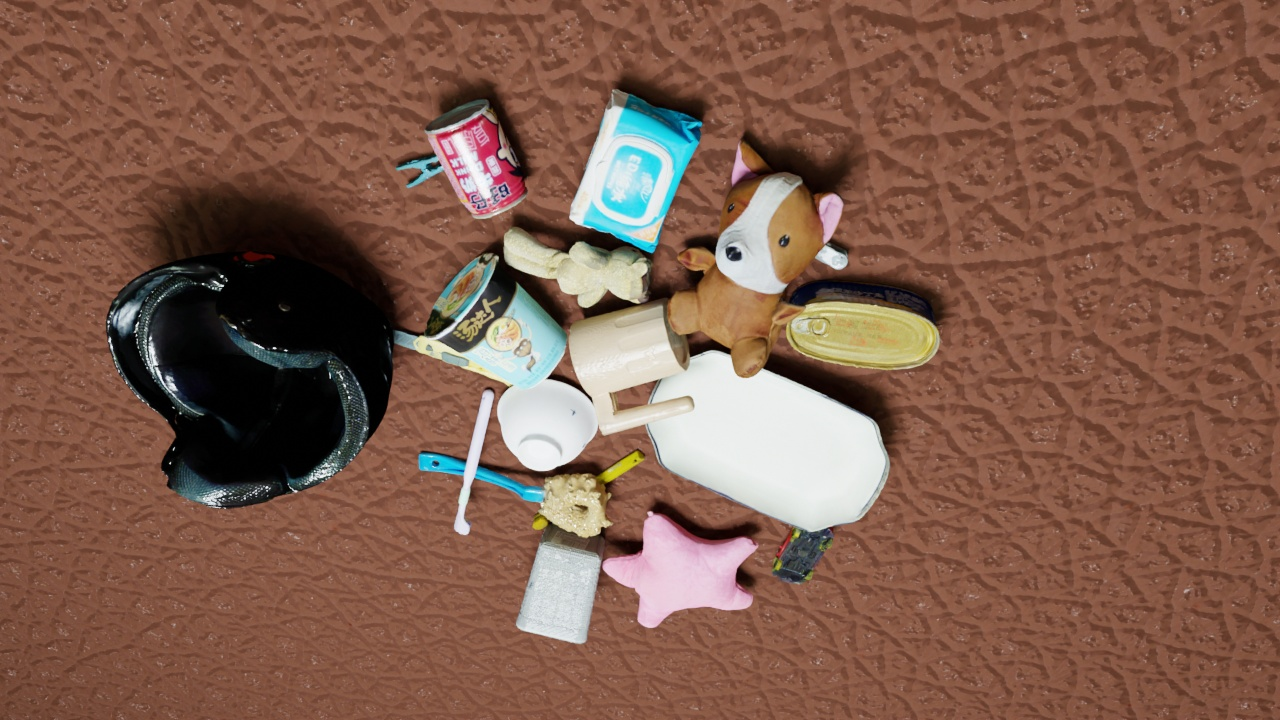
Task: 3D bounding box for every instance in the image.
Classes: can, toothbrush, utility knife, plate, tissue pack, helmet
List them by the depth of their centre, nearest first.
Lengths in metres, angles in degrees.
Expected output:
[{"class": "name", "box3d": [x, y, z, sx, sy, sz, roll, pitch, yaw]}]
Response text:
[{"class": "tissue pack", "box3d": [-0.005, -0.174, 0.849, 0.090, 0.063, 0.140, 21, 125, -5]}, {"class": "can", "box3d": [-0.152, -0.188, 0.863, 0.067, 0.066, 0.094, -13, 121, 18]}, {"class": "can", "box3d": [0.220, -0.037, 0.915, 0.148, 0.049, 0.075, 7, 125, 5]}, {"class": "helmet", "box3d": [-0.387, 0.002, 0.942, 0.274, 0.229, 0.234, 31, 116, 0]}, {"class": "plate", "box3d": [0.136, 0.084, 0.999, 0.266, 0.034, 0.162, 23, 116, 4]}, {"class": "utility knife", "box3d": [-0.211, -0.005, 1.038, 0.207, 0.021, 0.031, 22, 126, -1]}, {"class": "toothbrush", "box3d": [-0.196, 0.121, 1.090, 0.021, 0.029, 0.189, -2, 116, -39]}, {"class": "toothbrush", "box3d": [-0.067, 0.161, 1.125, 0.191, 0.016, 0.015, -35, 111, 29]}]

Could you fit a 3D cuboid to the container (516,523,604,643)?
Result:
[{"class": "container", "box3d": [-0.096, 0.275, 1.149, 0.090, 0.090, 0.114, 14, 100, -1]}]

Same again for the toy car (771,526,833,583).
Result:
[{"class": "toy car", "box3d": [0.196, 0.232, 1.119, 0.049, 0.031, 0.106, 18, 125, -2]}]

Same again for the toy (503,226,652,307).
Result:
[{"class": "toy", "box3d": [-0.064, -0.098, 0.920, 0.157, 0.066, 0.105, 15, 148, 6]}]

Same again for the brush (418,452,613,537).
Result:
[{"class": "brush", "box3d": [-0.152, 0.152, 1.115, 0.255, 0.045, 0.083, 14, 123, 12]}]

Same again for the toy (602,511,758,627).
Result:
[{"class": "toy", "box3d": [0.055, 0.253, 1.135, 0.195, 0.074, 0.178, -17, 118, 17]}]

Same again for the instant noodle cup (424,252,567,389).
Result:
[{"class": "instant noodle cup", "box3d": [-0.142, -0.034, 0.954, 0.111, 0.111, 0.120, -35, 120, 29]}]

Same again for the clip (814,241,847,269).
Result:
[{"class": "clip", "box3d": [0.176, -0.109, 0.893, 0.057, 0.033, 0.025, 27, 123, -1]}]

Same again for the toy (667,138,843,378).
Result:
[{"class": "toy", "box3d": [0.102, -0.092, 0.860, 0.140, 0.130, 0.200, 35, 120, 16]}]

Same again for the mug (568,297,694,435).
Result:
[{"class": "mug", "box3d": [-0.006, 0.006, 0.950, 0.104, 0.084, 0.124, -15, 85, 17]}]

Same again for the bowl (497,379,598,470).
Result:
[{"class": "bowl", "box3d": [-0.110, 0.085, 1.042, 0.118, 0.064, 0.118, 4, 130, 4]}]

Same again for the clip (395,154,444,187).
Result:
[{"class": "clip", "box3d": [-0.213, -0.189, 0.906, 0.056, 0.014, 0.040, -14, 122, 20]}]
